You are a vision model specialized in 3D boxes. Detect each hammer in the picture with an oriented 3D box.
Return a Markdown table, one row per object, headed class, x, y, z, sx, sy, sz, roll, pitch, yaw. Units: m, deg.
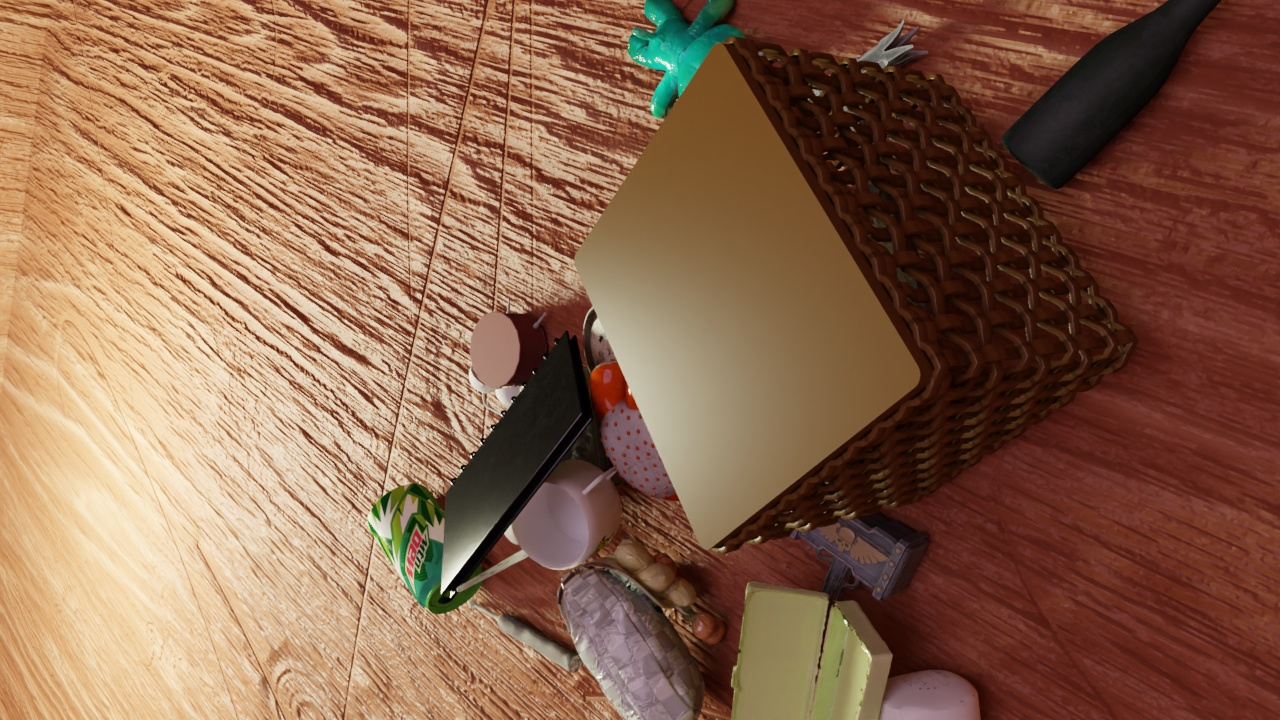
| class | x | y | z | sx | sy | sz | roll | pitch | yaw |
| --- | --- | --- | --- | --- | --- | --- | --- | --- | --- |
| hammer | 0.132 | 0.261 | 0.785 | 0.098 | 0.044 | 0.322 | 34 | 114 | 35 |
| hammer | 0.202 | -0.089 | 0.730 | 0.147 | 0.028 | 0.316 | -27 | 73 | 43 |

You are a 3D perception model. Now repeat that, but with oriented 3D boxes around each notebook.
| class | x | y | z | sx | sy | sz | roll | pitch | yaw |
| --- | --- | --- | --- | --- | --- | --- | --- | --- | --- |
| notebook | -0.125 | 0.094 | 0.889 | 0.232 | 0.019 | 0.169 | -52 | 24 | 18 |

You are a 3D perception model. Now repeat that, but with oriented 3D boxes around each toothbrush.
| class | x | y | z | sx | sy | sz | roll | pitch | yaw |
| --- | --- | --- | --- | --- | --- | --- | --- | --- | --- |
| toothbrush | -0.112 | 0.189 | 0.899 | 0.010 | 0.181 | 0.010 | -22 | 88 | 36 |
| toothbrush | -0.136 | 0.300 | 1.023 | 0.186 | 0.024 | 0.022 | 14 | 60 | 40 |

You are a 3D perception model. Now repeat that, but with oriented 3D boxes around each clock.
| class | x | y | z | sx | sy | sz | roll | pitch | yaw |
| --- | --- | --- | --- | --- | --- | --- | --- | --- | --- |
| clock | -0.006 | 0.005 | 0.885 | 0.093 | 0.054 | 0.140 | -31 | 75 | 58 |
| clock | -0.149 | -0.002 | 1.017 | 0.087 | 0.044 | 0.124 | 23 | 105 | 38 |

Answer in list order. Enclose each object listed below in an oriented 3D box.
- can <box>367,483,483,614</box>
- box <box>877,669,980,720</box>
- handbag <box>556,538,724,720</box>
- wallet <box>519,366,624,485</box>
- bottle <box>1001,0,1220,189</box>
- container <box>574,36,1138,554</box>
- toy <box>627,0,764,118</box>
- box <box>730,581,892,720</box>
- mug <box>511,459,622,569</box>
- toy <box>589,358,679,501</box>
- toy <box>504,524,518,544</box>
| class | x | y | z | sx | sy | sz | roll | pitch | yaw |
| --- | --- | --- | --- | --- | --- | --- | --- | --- | --- |
| can | -0.253 | 0.220 | 1.081 | 0.144 | 0.083 | 0.083 | 44 | 117 | 31 |
| box | 0.214 | 0.319 | 0.684 | 0.081 | 0.091 | 0.159 | 161 | 102 | -70 |
| handbag | 0.008 | 0.252 | 0.845 | 0.123 | 0.112 | 0.171 | -34 | 78 | -1 |
| wallet | -0.072 | 0.076 | 0.949 | 0.101 | 0.054 | 0.131 | -16 | 80 | 28 |
| bottle | 0.324 | -0.195 | 0.608 | 0.175 | 0.055 | 0.055 | -49 | 61 | 28 |
| container | 0.129 | -0.041 | 0.630 | 0.220 | 0.213 | 0.251 | -50 | 56 | 44 |
| toy | 0.044 | -0.278 | 0.841 | 0.193 | 0.072 | 0.131 | 48 | 120 | 40 |
| box | 0.136 | 0.271 | 0.733 | 0.134 | 0.061 | 0.188 | 19 | 118 | 34 |
| mug | -0.063 | 0.139 | 0.873 | 0.094 | 0.068 | 0.116 | 49 | 118 | 9 |
| toy | 0.041 | 0.056 | 0.788 | 0.164 | 0.092 | 0.173 | 54 | 144 | -10 |
| toy | -0.134 | 0.165 | 1.005 | 0.126 | 0.037 | 0.076 | 12 | 109 | 62 |
